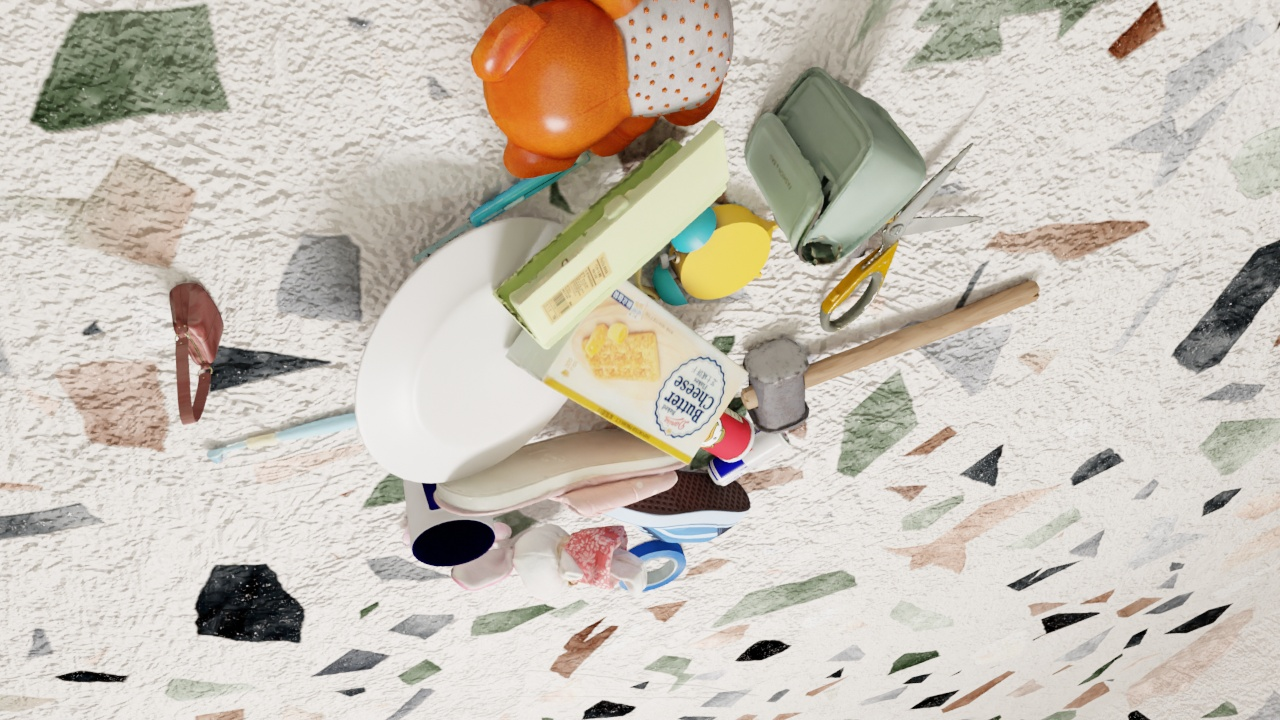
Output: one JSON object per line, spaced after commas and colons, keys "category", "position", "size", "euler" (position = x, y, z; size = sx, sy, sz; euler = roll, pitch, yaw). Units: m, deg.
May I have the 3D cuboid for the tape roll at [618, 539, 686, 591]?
{"category": "tape roll", "position": [0.013, 0.262, 1.168], "size": [0.091, 0.016, 0.093], "euler": [-25, 139, 6]}

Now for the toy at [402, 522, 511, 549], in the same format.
{"category": "toy", "position": [-0.198, 0.193, 0.988], "size": [0.109, 0.047, 0.064], "euler": [3, 146, -31]}

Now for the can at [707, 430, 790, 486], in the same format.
{"category": "can", "position": [0.121, 0.105, 1.026], "size": [0.095, 0.032, 0.032], "euler": [-34, 138, 16]}

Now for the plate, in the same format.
{"category": "plate", "position": [-0.117, 0.000, 0.741], "size": [0.241, 0.016, 0.243], "euler": [-32, 141, -31]}

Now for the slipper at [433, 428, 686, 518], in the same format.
{"category": "slipper", "position": [-0.066, 0.114, 0.871], "size": [0.273, 0.114, 0.054], "euler": [-7, 108, -37]}

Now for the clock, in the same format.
{"category": "clock", "position": [0.056, -0.091, 0.780], "size": [0.129, 0.043, 0.099], "euler": [-8, 139, -25]}

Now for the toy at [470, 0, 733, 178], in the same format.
{"category": "toy", "position": [-0.025, -0.198, 0.601], "size": [0.172, 0.093, 0.164], "euler": [-27, 143, -11]}

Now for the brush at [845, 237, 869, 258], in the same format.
{"category": "brush", "position": [0.190, -0.144, 0.795], "size": [0.039, 0.012, 0.151], "euler": [-12, 141, -10]}

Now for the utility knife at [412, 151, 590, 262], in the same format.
{"category": "utility knife", "position": [-0.110, -0.118, 0.705], "size": [0.162, 0.015, 0.022], "euler": [-30, 164, 14]}

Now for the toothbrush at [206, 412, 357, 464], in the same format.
{"category": "toothbrush", "position": [-0.310, 0.067, 0.827], "size": [0.155, 0.016, 0.022], "euler": [-14, 171, -5]}

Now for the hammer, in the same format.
{"category": "hammer", "position": [0.258, -0.016, 0.943], "size": [0.328, 0.052, 0.098], "euler": [-20, 140, -5]}

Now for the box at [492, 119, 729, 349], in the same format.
{"category": "box", "position": [-0.016, -0.087, 0.659], "size": [0.188, 0.127, 0.066], "euler": [-43, 102, -9]}

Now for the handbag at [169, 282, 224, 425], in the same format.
{"category": "handbag", "position": [-0.325, 0.001, 0.667], "size": [0.029, 0.119, 0.055], "euler": [-14, 139, -7]}

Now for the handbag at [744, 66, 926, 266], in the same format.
{"category": "handbag", "position": [0.138, -0.146, 0.688], "size": [0.067, 0.121, 0.106], "euler": [18, 127, -35]}

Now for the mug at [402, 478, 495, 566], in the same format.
{"category": "mug", "position": [-0.189, 0.127, 0.877], "size": [0.078, 0.096, 0.112], "euler": [-16, 139, -5]}

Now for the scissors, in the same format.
{"category": "scissors", "position": [0.203, -0.109, 0.816], "size": [0.229, 0.016, 0.226], "euler": [8, 133, -33]}

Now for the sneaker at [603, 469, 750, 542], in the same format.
{"category": "sneaker", "position": [0.010, 0.169, 1.017], "size": [0.241, 0.083, 0.098], "euler": [15, 128, -37]}

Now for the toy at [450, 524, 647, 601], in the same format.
{"category": "toy", "position": [-0.086, 0.218, 0.986], "size": [0.194, 0.084, 0.159], "euler": [-2, 177, 15]}

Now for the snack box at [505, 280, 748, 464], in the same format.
{"category": "snack box", "position": [-0.005, 0.005, 0.781], "size": [0.207, 0.057, 0.104], "euler": [34, 90, -45]}

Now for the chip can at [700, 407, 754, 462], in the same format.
{"category": "chip can", "position": [0.032, 0.043, 0.909], "size": [0.052, 0.051, 0.214], "euler": [-39, 136, 21]}
